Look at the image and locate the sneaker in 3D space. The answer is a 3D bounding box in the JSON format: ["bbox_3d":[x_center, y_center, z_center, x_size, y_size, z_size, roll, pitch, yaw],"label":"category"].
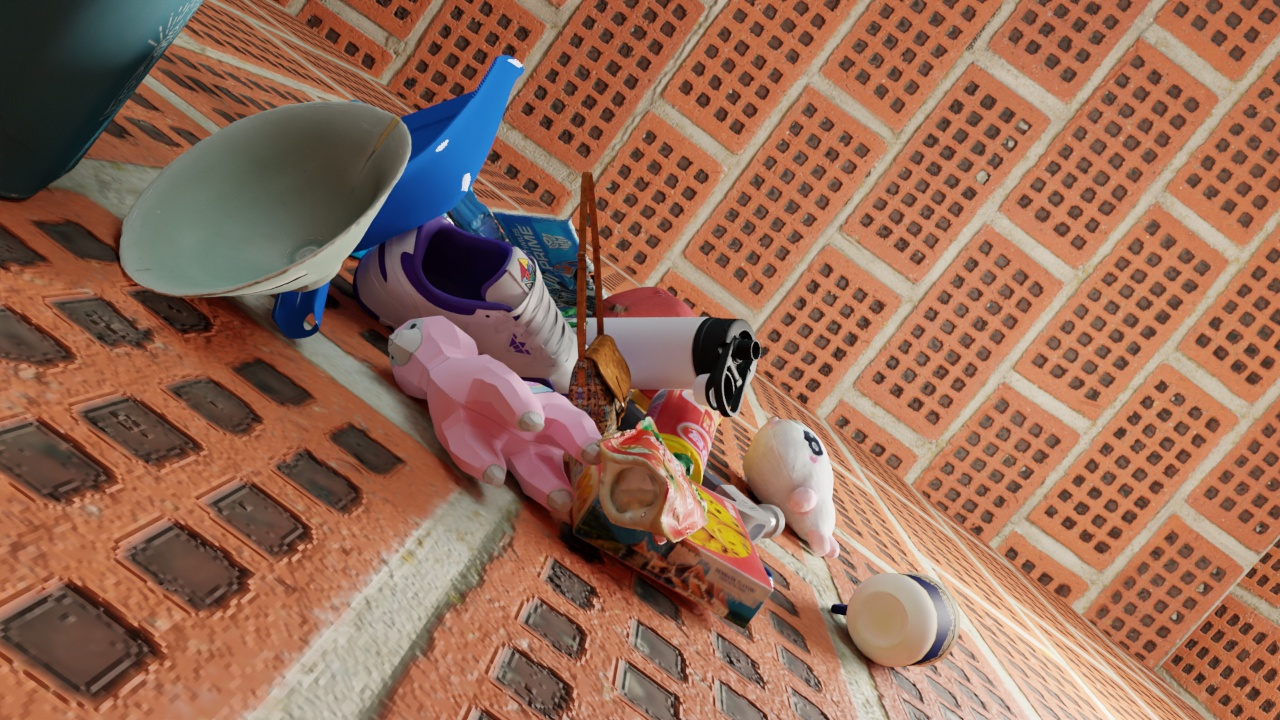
[{"bbox_3d":[-0.099,-0.036,0.730,0.244,0.111,0.091,31,51,-19],"label":"sneaker"}]

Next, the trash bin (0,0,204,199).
[{"bbox_3d":[-0.336,-0.227,0.490,0.199,0.219,0.196,33,10,-25],"label":"trash bin"}]

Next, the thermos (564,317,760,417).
[{"bbox_3d":[-0.005,0.005,0.829,0.230,0.101,0.068,0,-46,35],"label":"thermos"}]

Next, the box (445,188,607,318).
[{"bbox_3d":[-0.128,-0.101,1.002,0.175,0.060,0.244,26,-16,22],"label":"box"}]

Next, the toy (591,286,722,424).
[{"bbox_3d":[0.021,-0.001,1.000,0.148,0.098,0.216,25,-22,34],"label":"toy"}]

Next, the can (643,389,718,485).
[{"bbox_3d":[0.030,0.072,0.817,0.066,0.067,0.124,37,25,-4],"label":"can"}]

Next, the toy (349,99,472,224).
[{"bbox_3d":[-0.271,-0.198,1.064,0.191,0.099,0.223,26,41,-45],"label":"toy"}]

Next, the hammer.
[{"bbox_3d":[0.008,0.074,0.946,0.312,0.035,0.139,41,11,26],"label":"hammer"}]

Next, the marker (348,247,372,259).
[{"bbox_3d":[-0.242,-0.095,0.876,0.018,0.015,0.123,37,6,21],"label":"marker"}]

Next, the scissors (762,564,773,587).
[{"bbox_3d":[0.062,0.157,0.792,0.135,0.016,0.083,38,11,37],"label":"scissors"}]

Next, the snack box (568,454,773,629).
[{"bbox_3d":[0.016,0.117,0.680,0.145,0.040,0.142,32,10,-13],"label":"snack box"}]

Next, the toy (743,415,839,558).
[{"bbox_3d":[0.187,0.151,1.090,0.139,0.101,0.179,47,16,-56],"label":"toy"}]

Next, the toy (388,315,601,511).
[{"bbox_3d":[-0.101,0.030,0.615,0.123,0.067,0.157,31,6,-45],"label":"toy"}]

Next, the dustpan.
[{"bbox_3d":[-0.208,-0.111,0.659,0.059,0.246,0.257,57,24,-49],"label":"dustpan"}]

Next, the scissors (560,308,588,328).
[{"bbox_3d":[-0.111,-0.035,0.859,0.131,0.012,0.108,-17,24,-28],"label":"scissors"}]

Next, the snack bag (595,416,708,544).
[{"bbox_3d":[0.014,0.080,0.622,0.087,0.044,0.155,57,12,8],"label":"snack bag"}]

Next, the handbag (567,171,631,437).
[{"bbox_3d":[-0.029,-0.039,0.675,0.043,0.196,0.093,1,13,7],"label":"handbag"}]

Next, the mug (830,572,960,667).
[{"bbox_3d":[0.222,0.234,0.836,0.112,0.085,0.089,0,-13,35],"label":"mug"}]

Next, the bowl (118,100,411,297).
[{"bbox_3d":[-0.209,-0.079,0.548,0.174,0.174,0.068,44,-20,39],"label":"bowl"}]
